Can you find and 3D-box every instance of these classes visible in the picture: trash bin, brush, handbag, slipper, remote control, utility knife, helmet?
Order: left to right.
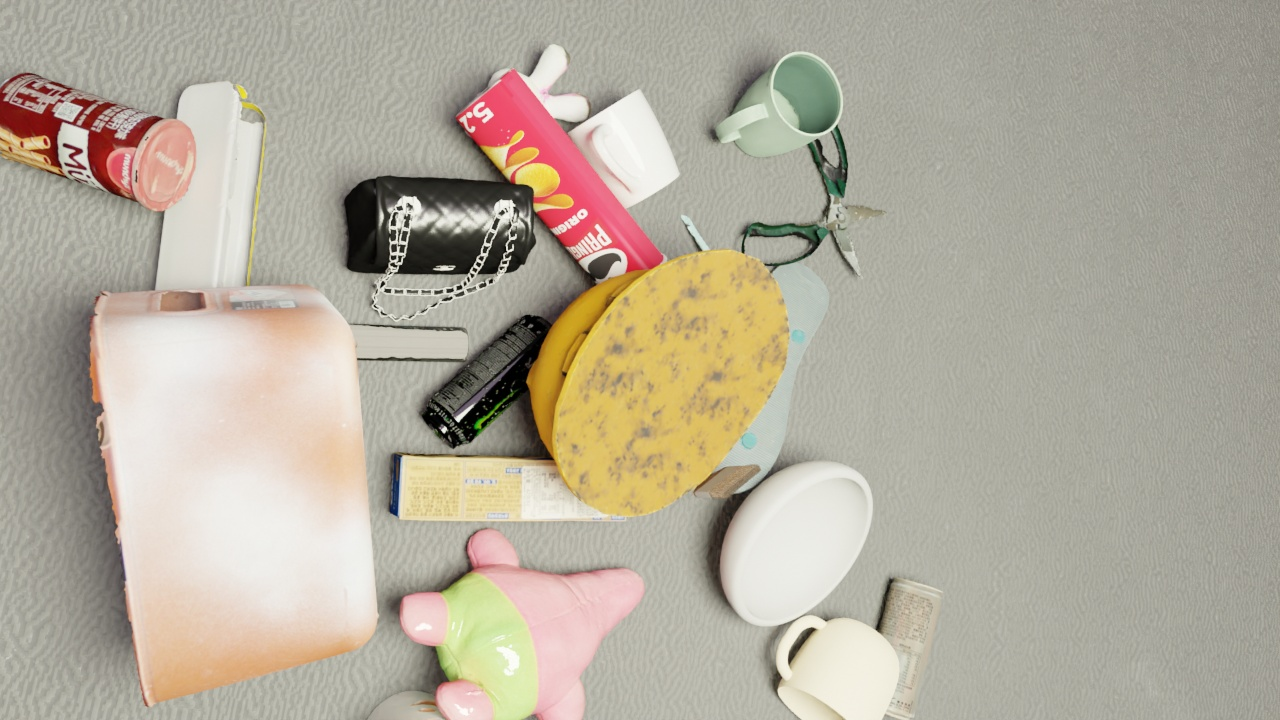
[{"bbox_3d":[-0.283,0.082,0.654,0.157,0.182,0.260,-6,105,-26],"label":"trash bin"},{"bbox_3d":[-0.219,-0.015,0.806,0.136,0.013,0.033,1,83,-21],"label":"remote control"},{"bbox_3d":[-0.166,-0.097,0.775,0.153,0.125,0.114,2,84,-23],"label":"handbag"},{"bbox_3d":[-0.005,0.005,0.799,0.254,0.131,0.205,-37,126,-26],"label":"helmet"},{"bbox_3d":[0.050,0.111,0.833,0.045,0.143,0.008,-34,100,-31],"label":"brush"},{"bbox_3d":[0.086,-0.074,0.915,0.022,0.015,0.176,-26,76,-33],"label":"utility knife"},{"bbox_3d":[0.112,0.011,0.927,0.098,0.055,0.268,32,63,-12],"label":"slipper"}]

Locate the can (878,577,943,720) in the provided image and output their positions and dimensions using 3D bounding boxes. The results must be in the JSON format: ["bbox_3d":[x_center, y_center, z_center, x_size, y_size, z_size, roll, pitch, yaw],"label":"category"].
[{"bbox_3d":[0.272,0.299,0.954,0.054,0.054,0.135,23,76,-19],"label":"can"}]

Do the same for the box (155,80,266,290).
[{"bbox_3d":[-0.351,-0.118,0.744,0.067,0.070,0.210,4,83,-1],"label":"box"}]

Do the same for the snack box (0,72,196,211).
[{"bbox_3d":[-0.411,-0.165,0.691,0.121,0.072,0.072,18,77,2],"label":"snack box"}]

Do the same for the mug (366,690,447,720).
[{"bbox_3d":[-0.179,0.318,0.738,0.082,0.105,0.082,2,84,-22],"label":"mug"}]

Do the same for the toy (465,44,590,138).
[{"bbox_3d":[-0.109,-0.240,0.861,0.122,0.038,0.079,-27,109,-13],"label":"toy"}]

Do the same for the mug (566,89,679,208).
[{"bbox_3d":[-0.016,-0.192,0.859,0.081,0.114,0.087,-26,104,20],"label":"mug"}]

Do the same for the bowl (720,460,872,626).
[{"bbox_3d":[0.140,0.166,0.889,0.176,0.066,0.177,-18,125,-29],"label":"bowl"}]

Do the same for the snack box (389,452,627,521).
[{"bbox_3d":[-0.114,0.113,0.814,0.206,0.057,0.056,5,84,-23],"label":"snack box"}]

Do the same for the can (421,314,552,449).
[{"bbox_3d":[-0.129,0.017,0.817,0.137,0.054,0.054,-44,101,-20],"label":"can"}]

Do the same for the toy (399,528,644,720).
[{"bbox_3d":[-0.090,0.228,0.790,0.236,0.097,0.192,-11,69,-43],"label":"toy"}]

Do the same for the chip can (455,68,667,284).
[{"bbox_3d":[-0.069,-0.155,0.834,0.069,0.069,0.220,-48,111,-20],"label":"chip can"}]

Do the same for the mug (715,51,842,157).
[{"bbox_3d":[0.128,-0.246,0.923,0.111,0.104,0.084,-22,93,-24],"label":"mug"}]

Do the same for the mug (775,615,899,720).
[{"bbox_3d":[0.192,0.300,0.901,0.120,0.096,0.099,41,63,-1],"label":"mug"}]

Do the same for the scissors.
[{"bbox_3d":[0.175,-0.173,0.976,0.203,0.015,0.201,-19,87,-27],"label":"scissors"}]
